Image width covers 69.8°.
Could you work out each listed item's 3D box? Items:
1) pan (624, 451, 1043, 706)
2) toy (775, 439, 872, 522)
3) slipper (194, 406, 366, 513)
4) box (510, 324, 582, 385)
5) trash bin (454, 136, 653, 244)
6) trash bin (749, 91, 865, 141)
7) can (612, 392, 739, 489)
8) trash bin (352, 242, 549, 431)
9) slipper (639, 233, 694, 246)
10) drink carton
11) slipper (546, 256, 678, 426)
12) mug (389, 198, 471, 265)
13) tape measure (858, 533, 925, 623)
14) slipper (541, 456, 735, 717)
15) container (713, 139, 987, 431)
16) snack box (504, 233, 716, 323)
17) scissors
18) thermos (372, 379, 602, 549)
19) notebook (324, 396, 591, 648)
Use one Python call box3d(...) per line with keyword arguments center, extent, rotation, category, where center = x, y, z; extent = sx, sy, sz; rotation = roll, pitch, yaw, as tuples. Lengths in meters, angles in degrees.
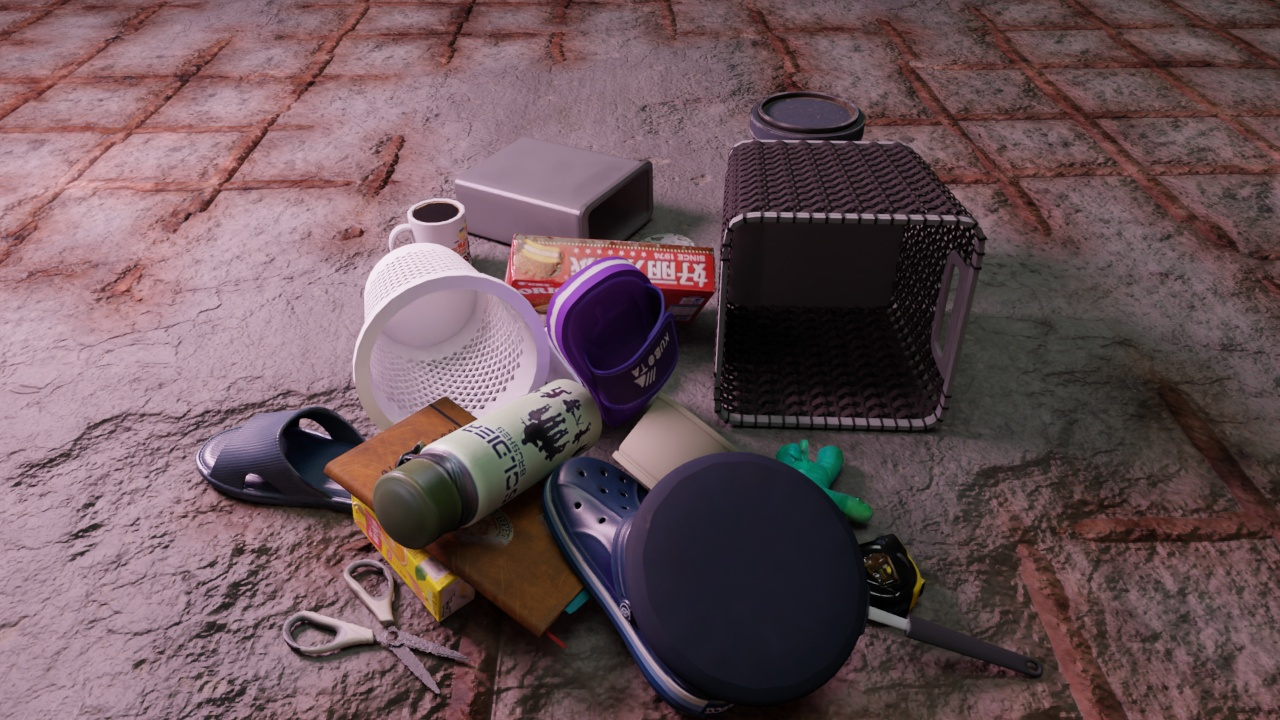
box3d(center=(0.160, 0.190, 0.724), extent=(0.356, 0.021, 0.198), rotation=(20, 61, -6), category="pan")
box3d(center=(0.151, 0.129, 0.861), extent=(0.131, 0.072, 0.192), rotation=(4, 28, 14), category="toy")
box3d(center=(-0.318, 0.088, 0.907), extent=(0.264, 0.083, 0.101), rotation=(10, 36, 12), category="slipper")
box3d(center=(-0.090, -0.007, 1.050), extent=(0.128, 0.137, 0.108), rotation=(52, 49, -1), category="box")
box3d(center=(-0.121, -0.234, 1.323), extent=(0.220, 0.098, 0.191), rotation=(18, 41, 25), category="trash bin")
box3d(center=(0.204, -0.214, 1.180), extent=(0.164, 0.228, 0.164), rotation=(0, 37, 0), category="trash bin")
box3d(center=(0.045, 0.098, 0.838), extent=(0.128, 0.128, 0.073), rotation=(36, 85, 38), category="can")
box3d(center=(-0.221, -0.034, 0.998), extent=(0.195, 0.196, 0.199), rotation=(-14, 29, -17), category="trash bin")
box3d(center=(-0.030, -0.126, 1.214), extent=(0.098, 0.055, 0.267), rotation=(23, 41, 31), category="slipper")
box3d(center=(-0.202, 0.160, 0.806), extent=(0.042, 0.059, 0.134), rotation=(-31, 59, -34), category="drink carton")
box3d(center=(-0.005, 0.005, 0.880), extent=(0.107, 0.267, 0.084), rotation=(-42, 66, -14), category="slipper")
box3d(center=(-0.281, -0.156, 1.223), extent=(0.105, 0.090, 0.073), rotation=(-16, 40, -20), category="mug")
box3d(center=(0.207, 0.190, 0.798), extent=(0.071, 0.042, 0.072), rotation=(-11, 40, -19), category="tape measure")
box3d(center=(0.013, 0.167, 0.760), extent=(0.105, 0.095, 0.252), rotation=(-11, 49, -34), category="slipper")
box3d(center=(0.206, -0.096, 1.016), extent=(0.245, 0.248, 0.243), rotation=(1, 34, 2), category="container")
box3d(center=(-0.039, -0.094, 1.084), extent=(0.236, 0.113, 0.060), rotation=(2, 73, -11), category="snack box")
box3d(center=(-0.227, 0.228, 0.776), extent=(0.162, 0.013, 0.158), rotation=(-11, 40, -14), category="scissors")
box3d(center=(-0.130, 0.084, 0.799), extent=(0.082, 0.082, 0.230), rotation=(21, 28, 26), category="thermos")
box3d(center=(-0.127, 0.130, 0.823), extent=(0.249, 0.014, 0.178), rotation=(33, 32, 13), category="notebook")
